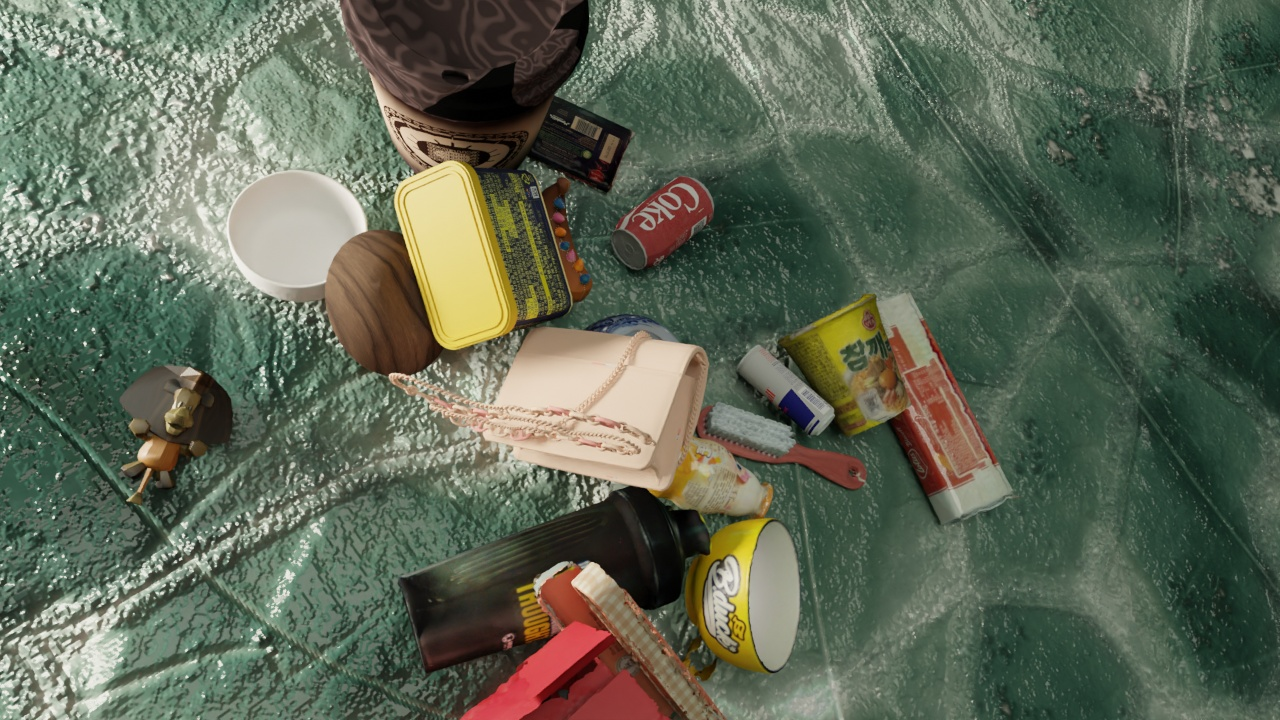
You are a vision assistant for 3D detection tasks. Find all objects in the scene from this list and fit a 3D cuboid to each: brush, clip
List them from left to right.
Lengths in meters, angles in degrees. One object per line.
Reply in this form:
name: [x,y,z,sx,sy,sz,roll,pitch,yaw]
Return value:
clip: [0.040,0.243,0.718,0.045,0.054,0.048,17,86,7]
brush: [0.133,0.077,0.824,0.172,0.030,0.040,20,64,-12]

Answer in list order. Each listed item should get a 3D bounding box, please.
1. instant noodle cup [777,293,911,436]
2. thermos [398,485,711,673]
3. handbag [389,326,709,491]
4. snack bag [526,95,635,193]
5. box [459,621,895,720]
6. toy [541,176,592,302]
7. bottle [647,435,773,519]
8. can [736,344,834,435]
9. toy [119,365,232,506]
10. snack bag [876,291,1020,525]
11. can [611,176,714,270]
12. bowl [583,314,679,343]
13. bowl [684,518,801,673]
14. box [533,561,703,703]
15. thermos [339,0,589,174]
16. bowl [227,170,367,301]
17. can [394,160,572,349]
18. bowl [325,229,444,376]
instant noodle cup: [0.192,0.007,0.842,0.102,0.102,0.108,-25,87,-27]
thermos: [-0.063,0.160,0.686,0.220,0.098,0.098,-16,75,-18]
handbag: [-0.044,0.008,0.667,0.199,0.187,0.116,8,69,29]
snack bag: [-0.087,-0.221,0.874,0.155,0.018,0.074,23,64,-8]
box: [-0.061,0.233,0.478,0.211,0.411,0.107,-33,85,-29]
toy: [-0.066,-0.100,0.786,0.070,0.103,0.090,-17,63,-37]
bottle: [0.056,0.099,0.767,0.109,0.063,0.063,24,63,-7]
can: [0.131,0.027,0.829,0.095,0.032,0.032,42,60,18]
toy: [-0.336,0.054,0.651,0.076,0.063,0.100,28,66,-28]
snack bag: [0.276,0.043,0.884,0.077,0.041,0.225,-17,77,-24]
can: [0.021,-0.128,0.854,0.054,0.054,0.096,47,62,3]
bowl: [-0.005,0.005,0.795,0.114,0.045,0.114,7,67,-17]
bowl: [0.077,0.184,0.727,0.117,0.068,0.117,13,75,-60]
box: [-0.004,0.212,0.647,0.187,0.079,0.054,56,28,-27]
thermos: [-0.139,-0.236,0.731,0.172,0.226,0.172,2,79,-11]
bowl: [-0.273,-0.095,0.736,0.104,0.054,0.104,6,68,-15]
can: [-0.121,-0.086,0.737,0.104,0.075,0.135,-20,94,-63]
bowl: [-0.187,-0.048,0.725,0.119,0.032,0.119,13,73,-49]
